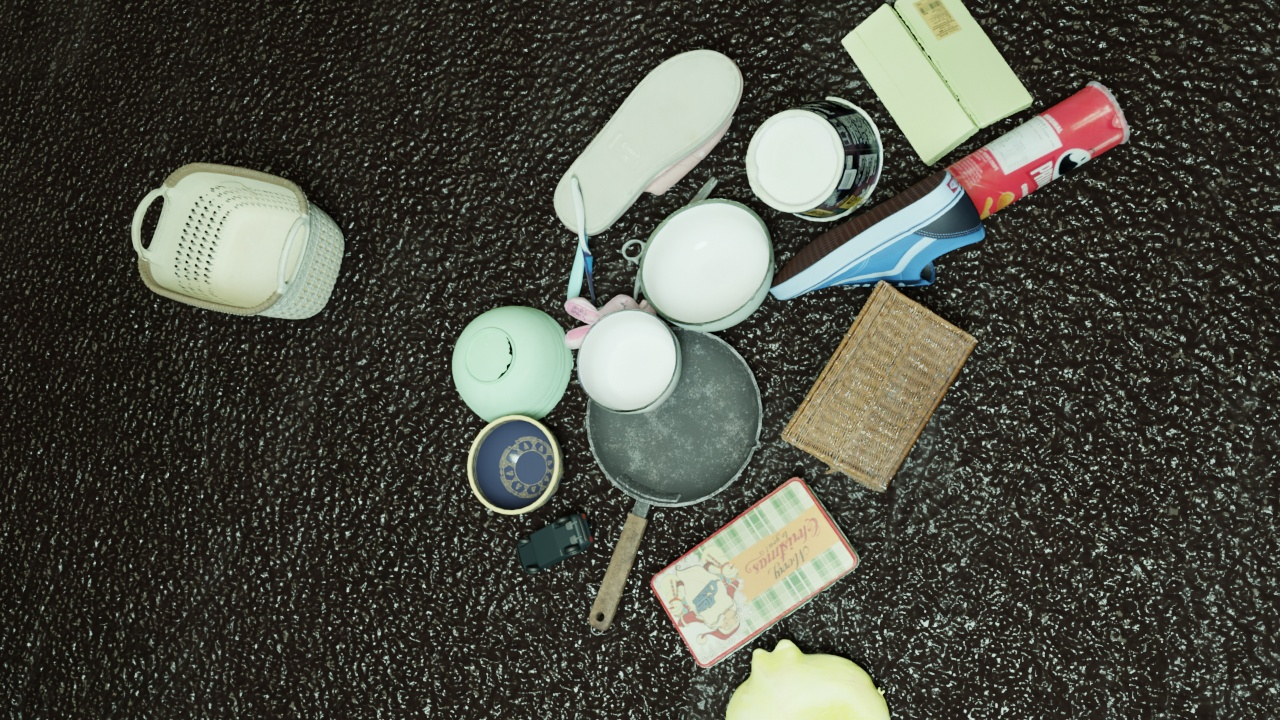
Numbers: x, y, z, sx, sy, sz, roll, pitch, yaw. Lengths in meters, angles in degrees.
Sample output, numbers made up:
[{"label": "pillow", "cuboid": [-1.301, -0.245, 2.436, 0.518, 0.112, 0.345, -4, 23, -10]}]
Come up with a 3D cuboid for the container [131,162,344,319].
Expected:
[{"label": "container", "cuboid": [-0.513, -0.146, 1.194, 0.246, 0.143, 0.184, 14, 84, 19]}]

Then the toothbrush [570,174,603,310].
[{"label": "toothbrush", "cuboid": [-0.060, -0.126, 1.088, 0.017, 0.016, 0.189, -10, 97, 3]}]

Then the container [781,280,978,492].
[{"label": "container", "cuboid": [0.245, 0.032, 0.941, 0.113, 0.113, 0.198, 32, 91, 17]}]

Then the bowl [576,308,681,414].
[{"label": "bowl", "cuboid": [-0.006, 0.006, 1.011, 0.116, 0.065, 0.116, -4, 78, 17]}]

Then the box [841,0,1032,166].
[{"label": "box", "cuboid": [0.328, -0.327, 1.024, 0.141, 0.044, 0.187, -28, 73, 8]}]

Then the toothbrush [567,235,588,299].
[{"label": "toothbrush", "cuboid": [-0.067, -0.154, 1.126, 0.016, 0.016, 0.180, 10, 84, 17]}]

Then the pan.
[{"label": "pan", "cuboid": [0.013, 0.136, 1.033, 0.208, 0.040, 0.356, 19, 87, 19]}]

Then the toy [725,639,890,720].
[{"label": "toy", "cuboid": [0.165, 0.360, 0.929, 0.171, 0.064, 0.155, -26, 79, 11]}]

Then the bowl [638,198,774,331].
[{"label": "bowl", "cuboid": [0.081, -0.098, 1.030, 0.154, 0.073, 0.153, -9, 67, 21]}]

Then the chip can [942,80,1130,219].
[{"label": "chip can", "cuboid": [0.382, -0.199, 0.965, 0.233, 0.073, 0.073, -30, 72, 11]}]

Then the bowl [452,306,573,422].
[{"label": "bowl", "cuboid": [-0.164, 0.001, 1.093, 0.151, 0.077, 0.150, -3, 79, 17]}]

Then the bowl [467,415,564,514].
[{"label": "bowl", "cuboid": [-0.137, 0.123, 1.069, 0.112, 0.061, 0.112, -3, 79, 17]}]

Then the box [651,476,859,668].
[{"label": "box", "cuboid": [0.120, 0.225, 0.978, 0.206, 0.050, 0.117, -35, 72, 7]}]

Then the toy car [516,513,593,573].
[{"label": "toy car", "cuboid": [-0.098, 0.209, 1.046, 0.112, 0.034, 0.046, -32, 69, 35]}]

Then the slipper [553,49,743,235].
[{"label": "slipper", "cuboid": [0.008, -0.256, 1.093, 0.275, 0.054, 0.114, -41, 87, 11]}]

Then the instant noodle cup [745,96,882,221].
[{"label": "instant noodle cup", "cuboid": [0.180, -0.215, 0.985, 0.137, 0.112, 0.137, 6, 104, 25]}]

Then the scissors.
[{"label": "scissors", "cuboid": [0.040, -0.144, 1.091, 0.171, 0.014, 0.094, -29, 71, 13]}]

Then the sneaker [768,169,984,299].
[{"label": "sneaker", "cuboid": [0.243, -0.098, 0.956, 0.242, 0.083, 0.098, -27, 109, 44]}]

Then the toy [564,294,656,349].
[{"label": "toy", "cuboid": [-0.036, -0.044, 1.069, 0.110, 0.047, 0.063, -3, 105, 6]}]
